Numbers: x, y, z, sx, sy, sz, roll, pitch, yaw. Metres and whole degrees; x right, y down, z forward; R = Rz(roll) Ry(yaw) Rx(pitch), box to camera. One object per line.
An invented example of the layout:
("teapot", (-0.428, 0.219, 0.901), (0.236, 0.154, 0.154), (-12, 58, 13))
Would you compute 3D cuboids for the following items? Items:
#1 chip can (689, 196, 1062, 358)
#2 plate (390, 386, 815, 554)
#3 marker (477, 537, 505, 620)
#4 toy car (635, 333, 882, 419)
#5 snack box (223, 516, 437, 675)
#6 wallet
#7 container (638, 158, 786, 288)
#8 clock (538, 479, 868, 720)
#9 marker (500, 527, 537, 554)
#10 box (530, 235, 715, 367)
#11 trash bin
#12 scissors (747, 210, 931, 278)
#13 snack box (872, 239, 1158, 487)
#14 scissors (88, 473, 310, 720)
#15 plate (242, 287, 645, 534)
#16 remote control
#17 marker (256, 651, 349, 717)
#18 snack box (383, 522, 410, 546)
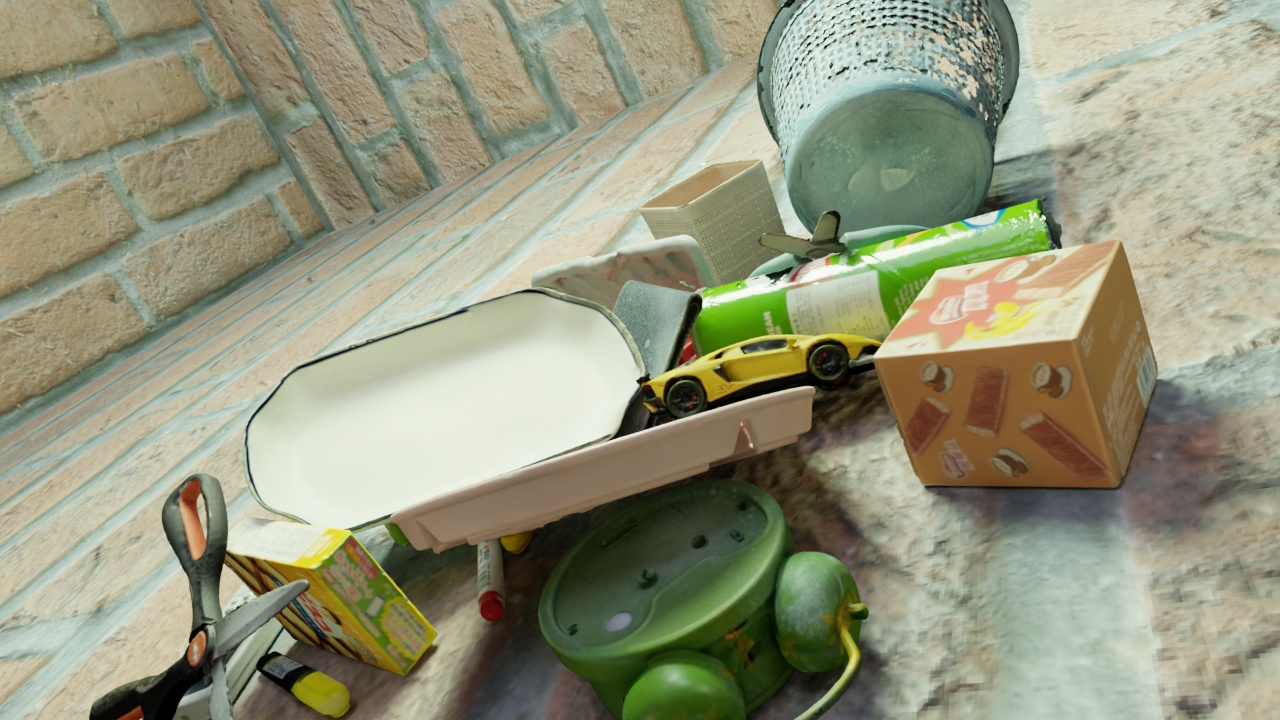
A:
("chip can", (0.150, -0.040, 0.599), (0.237, 0.072, 0.072), (-13, 23, 30))
("plate", (-0.015, 0.060, 0.486), (0.229, 0.028, 0.229), (-17, -7, -2))
("marker", (-0.096, 0.119, 0.580), (0.017, 0.017, 0.145), (-26, 20, -2))
("toy car", (0.075, 0.008, 0.567), (0.156, 0.041, 0.071), (-14, -9, 12))
("snack box", (-0.190, 0.136, 0.545), (0.141, 0.087, 0.033), (-6, 34, 43))
("wallet", (-0.004, 0.004, 0.650), (0.097, 0.019, 0.121), (22, 92, 62))
("container", (0.071, -0.102, 0.790), (0.089, 0.111, 0.090), (-33, 21, -19))
("clock", (0.026, 0.111, 0.394), (0.116, 0.056, 0.161), (-33, 21, -18))
("marker", (-0.064, 0.090, 0.620), (0.018, 0.015, 0.123), (-15, 20, 23))
("box", (-0.032, -0.029, 0.749), (0.202, 0.100, 0.102), (-6, 27, 44))
("trash bin", (0.200, -0.192, 0.753), (0.227, 0.226, 0.194), (-16, 35, 26))
("scissors", (0.131, -0.067, 0.669), (0.170, 0.019, 0.181), (2, -18, -34))
("snack box", (0.182, 0.003, 0.443), (0.095, 0.077, 0.092), (-7, 28, 43))
("scissors", (-0.258, 0.161, 0.520), (0.221, 0.021, 0.233), (-49, 46, 17))
("plate", (-0.128, 0.035, 0.619), (0.265, 0.034, 0.162), (-20, 48, -14))
("remote control", (-0.273, 0.186, 0.621), (0.058, 0.021, 0.149), (-21, 20, 13))
("marker", (-0.201, 0.189, 0.540), (0.124, 0.015, 0.018), (-6, 27, 50))
("snack box", (-0.136, 0.057, 0.683), (0.156, 0.086, 0.026), (-37, 25, -27))
